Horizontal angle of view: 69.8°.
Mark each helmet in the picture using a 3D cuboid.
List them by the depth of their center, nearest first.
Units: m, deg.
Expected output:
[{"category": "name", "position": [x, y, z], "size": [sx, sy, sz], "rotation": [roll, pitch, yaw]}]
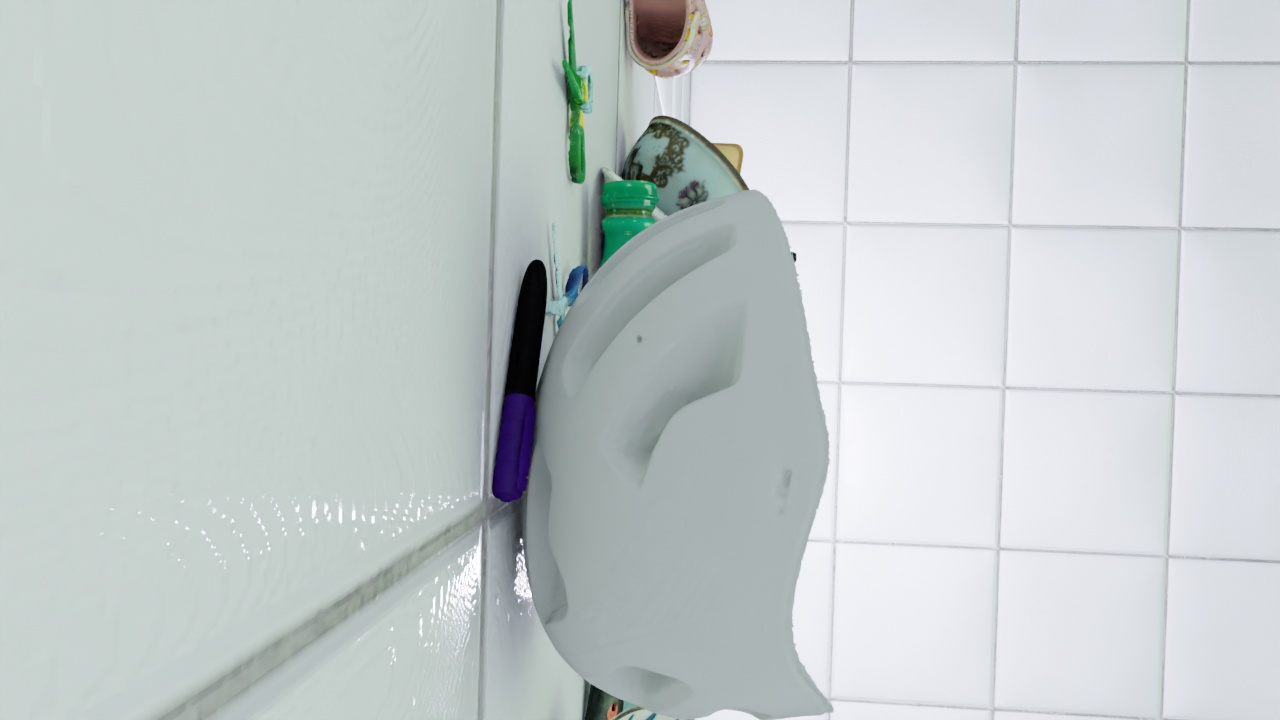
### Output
[{"category": "helmet", "position": [0.031, 0.050, 0.491], "size": [0.224, 0.183, 0.283], "rotation": [-113, -146, -65]}]

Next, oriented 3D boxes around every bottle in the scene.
[{"category": "bottle", "position": [-0.011, -0.034, 0.722], "size": [0.068, 0.068, 0.209], "rotation": [-35, 126, -84]}]

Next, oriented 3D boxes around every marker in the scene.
[{"category": "marker", "position": [-0.058, 0.006, 0.461], "size": [0.015, 0.018, 0.133], "rotation": [30, 54, -41]}]

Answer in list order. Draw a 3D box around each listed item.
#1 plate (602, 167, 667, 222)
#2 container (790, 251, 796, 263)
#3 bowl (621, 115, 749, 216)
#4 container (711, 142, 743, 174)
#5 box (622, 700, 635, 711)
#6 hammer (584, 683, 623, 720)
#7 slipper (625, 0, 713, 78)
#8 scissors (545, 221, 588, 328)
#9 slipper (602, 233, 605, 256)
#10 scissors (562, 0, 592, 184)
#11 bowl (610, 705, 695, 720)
[{"category": "plate", "position": [0.024, -0.117, 0.818], "size": [0.014, 0.157, 0.157], "rotation": [-49, -178, 9]}, {"category": "container", "position": [0.117, -0.008, 1.279], "size": [0.206, 0.176, 0.320], "rotation": [120, -20, -51]}, {"category": "bowl", "position": [0.035, -0.164, 0.964], "size": [0.093, 0.160, 0.160], "rotation": [-45, 165, -10]}, {"category": "container", "position": [0.057, -0.178, 1.138], "size": [0.166, 0.129, 0.183], "rotation": [-40, 133, -74]}, {"category": "box", "position": [-0.004, 0.324, 0.860], "size": [0.078, 0.110, 0.187], "rotation": [39, 48, -62]}, {"category": "hammer", "position": [-0.009, 0.160, 0.818], "size": [0.133, 0.033, 0.333], "rotation": [14, 84, -53]}, {"category": "slipper", "position": [0.026, -0.349, 0.976], "size": [0.197, 0.093, 0.081], "rotation": [70, 33, -76]}, {"category": "scissors", "position": [-0.050, -0.037, 0.604], "size": [0.128, 0.014, 0.127], "rotation": [-76, 163, -53]}, {"category": "slipper", "position": [-0.005, 0.005, 0.903], "size": [0.118, 0.060, 0.295], "rotation": [-69, 147, -61]}, {"category": "scissors", "position": [-0.042, -0.186, 0.627], "size": [0.121, 0.012, 0.128], "rotation": [-85, 176, -51]}, {"category": "bowl", "position": [-0.012, 0.335, 0.644], "size": [0.177, 0.071, 0.177], "rotation": [21, 60, -42]}]
